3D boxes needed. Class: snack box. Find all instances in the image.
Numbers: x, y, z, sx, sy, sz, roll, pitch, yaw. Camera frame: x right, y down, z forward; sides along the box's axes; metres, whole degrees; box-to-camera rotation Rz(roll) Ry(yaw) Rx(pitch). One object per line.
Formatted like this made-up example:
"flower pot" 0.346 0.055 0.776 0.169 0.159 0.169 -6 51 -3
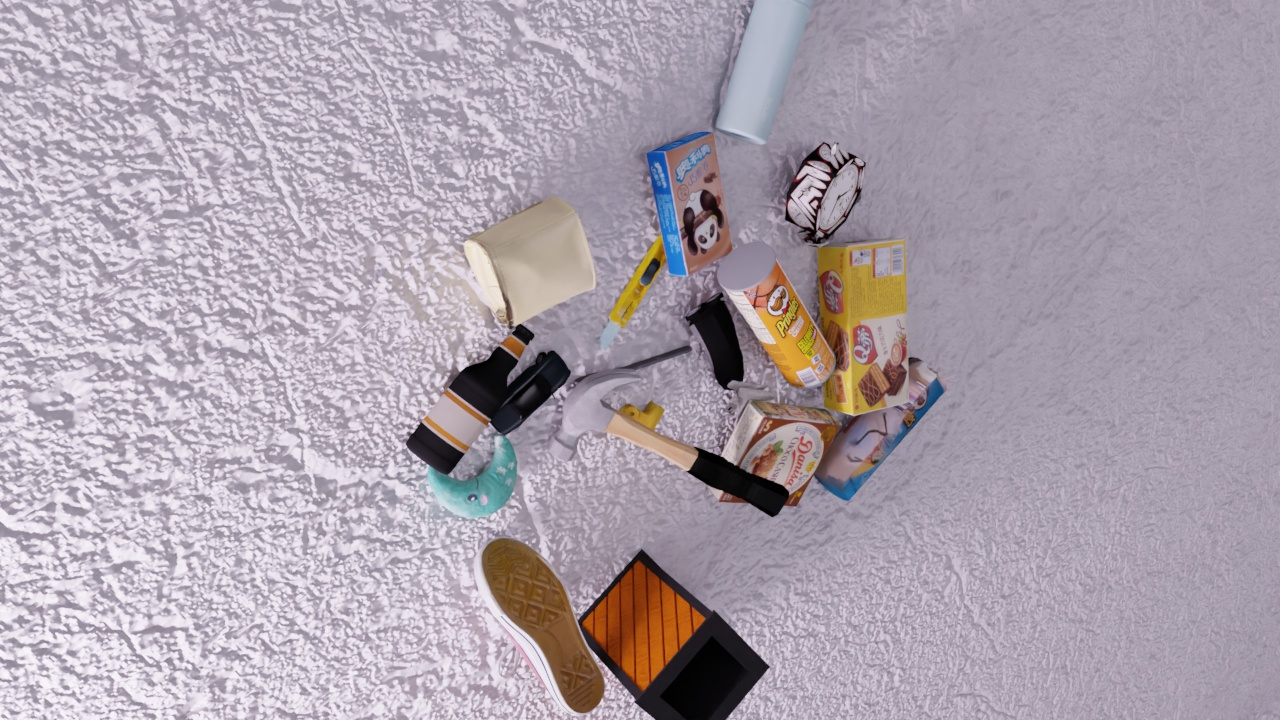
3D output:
"snack box" 0.305 -0.048 1.256 0.109 0.062 0.230 -10 102 -29
"snack box" 0.060 -0.185 1.089 0.087 0.034 0.151 -31 119 -37
"snack box" 0.181 0.128 1.246 0.146 0.041 0.143 8 117 -33

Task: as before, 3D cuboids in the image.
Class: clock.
"clock" 0.233 -0.210 1.180 0.114 0.065 0.154 -54 153 -7

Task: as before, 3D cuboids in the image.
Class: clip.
"clip" 0.133 0.050 1.221 0.058 0.050 0.101 -48 150 22
"clip" -0.002 0.072 1.156 0.049 0.044 0.054 29 90 8

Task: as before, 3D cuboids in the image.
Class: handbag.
"handbag" -0.120 -0.104 0.995 0.119 0.081 0.111 -31 126 -21

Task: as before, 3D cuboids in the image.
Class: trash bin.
"trash bin" 0.036 0.368 1.177 0.139 0.172 0.140 -47 123 -11

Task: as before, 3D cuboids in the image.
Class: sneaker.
"sneaker" -0.130 0.321 1.115 0.118 0.088 0.241 -32 95 -32

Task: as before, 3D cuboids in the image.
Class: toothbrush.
"toothbrush" -0.007 0.007 1.134 0.167 0.013 0.013 -19 122 -25

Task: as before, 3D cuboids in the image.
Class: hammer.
"hammer" 0.050 0.117 1.143 0.328 0.039 0.131 28 99 -24

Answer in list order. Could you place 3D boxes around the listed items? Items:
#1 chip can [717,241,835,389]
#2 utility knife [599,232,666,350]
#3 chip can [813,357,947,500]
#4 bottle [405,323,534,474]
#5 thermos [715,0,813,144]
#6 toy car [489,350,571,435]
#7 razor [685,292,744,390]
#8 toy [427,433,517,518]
"chip can" 0.177 -0.053 1.167 0.075 0.075 0.215 -49 133 -9
"utility knife" 0.000 -0.090 1.108 0.030 0.017 0.179 33 90 -26
"chip can" 0.349 0.098 1.341 0.229 0.080 0.080 -46 123 -11
"bottle" -0.180 0.037 1.011 0.059 0.059 0.181 41 82 -33
"thermos" 0.150 -0.363 1.076 0.065 0.078 0.207 13 100 -29
"toy car" -0.128 0.037 1.057 0.112 0.034 0.046 -44 122 -13
"razor" 0.102 -0.017 1.166 0.057 0.060 0.156 -36 124 -11
"toy" -0.187 0.140 1.057 0.105 0.033 0.085 -24 105 -22
